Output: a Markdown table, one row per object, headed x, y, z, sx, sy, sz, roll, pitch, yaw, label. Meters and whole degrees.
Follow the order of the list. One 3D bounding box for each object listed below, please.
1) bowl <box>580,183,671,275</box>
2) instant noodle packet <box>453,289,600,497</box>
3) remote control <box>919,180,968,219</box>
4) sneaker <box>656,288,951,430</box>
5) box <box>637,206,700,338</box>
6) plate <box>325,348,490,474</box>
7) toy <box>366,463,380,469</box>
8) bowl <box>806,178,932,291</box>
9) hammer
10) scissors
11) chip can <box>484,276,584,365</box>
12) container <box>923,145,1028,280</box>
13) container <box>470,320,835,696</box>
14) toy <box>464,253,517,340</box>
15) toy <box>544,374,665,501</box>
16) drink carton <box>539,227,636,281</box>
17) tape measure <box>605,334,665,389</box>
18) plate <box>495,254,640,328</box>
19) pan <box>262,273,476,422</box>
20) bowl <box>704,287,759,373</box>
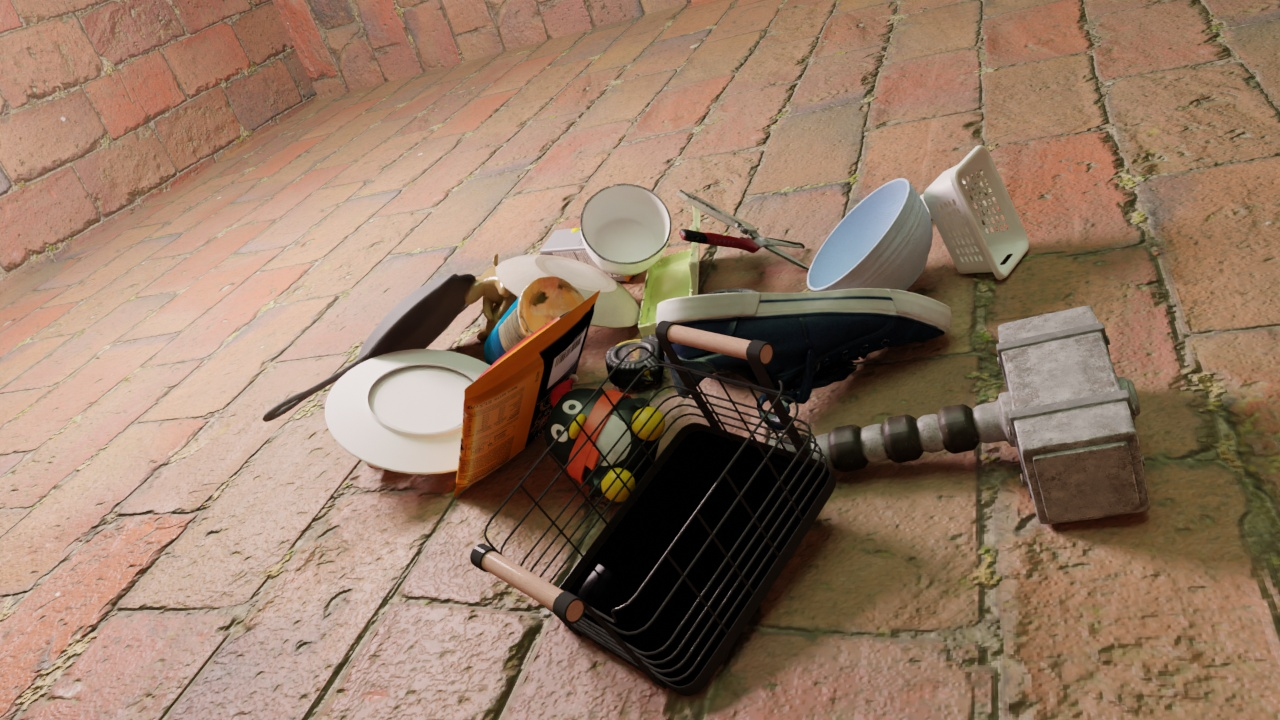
| x | y | z | sx | sy | sz | roll | pitch | yaw | label |
| --- | --- | --- | --- | --- | --- | --- | --- | --- | --- |
| -0.020 | -0.158 | 1.163 | 0.116 | 0.066 | 0.116 | 1 | 68 | -3 | bowl |
| -0.113 | 0.038 | 0.879 | 0.032 | 0.221 | 0.159 | 42 | 58 | 14 | instant noodle packet |
| 0.356 | -0.191 | 1.145 | 0.136 | 0.013 | 0.043 | -32 | 31 | -21 | remote control |
| 0.162 | -0.002 | 0.862 | 0.294 | 0.127 | 0.121 | -4 | -3 | -15 | sneaker |
| 0.052 | -0.107 | 1.142 | 0.131 | 0.064 | 0.187 | -55 | 14 | 27 | box |
| -0.233 | 0.046 | 0.997 | 0.208 | 0.015 | 0.208 | 7 | 36 | -5 | plate |
| -0.267 | 0.079 | 1.028 | 0.105 | 0.053 | 0.108 | -37 | 37 | -13 | toy |
| 0.257 | -0.113 | 0.986 | 0.151 | 0.075 | 0.150 | -49 | 12 | 14 | bowl |
| 0.223 | 0.062 | 0.747 | 0.327 | 0.079 | 0.176 | -13 | 29 | 23 | hammer |
| 0.112 | -0.162 | 1.126 | 0.198 | 0.015 | 0.179 | -1 | 38 | -36 | scissors |
| -0.120 | -0.027 | 1.012 | 0.079 | 0.080 | 0.230 | -31 | 1 | -20 | chip can |
| 0.355 | -0.153 | 0.979 | 0.080 | 0.129 | 0.050 | -42 | 18 | -34 | container |
| 0.013 | 0.104 | 0.686 | 0.163 | 0.130 | 0.240 | 15 | 58 | 45 | container |
| -0.170 | -0.067 | 1.164 | 0.134 | 0.108 | 0.105 | -11 | 43 | 15 | toy |
| -0.041 | 0.068 | 0.845 | 0.119 | 0.099 | 0.097 | 26 | 86 | 12 | toy |
| -0.068 | -0.145 | 1.262 | 0.125 | 0.076 | 0.048 | 1 | 45 | 36 | drink carton |
| -0.006 | 0.006 | 1.009 | 0.063 | 0.038 | 0.067 | -6 | 34 | 8 | tape measure |
| -0.082 | -0.094 | 1.124 | 0.188 | 0.027 | 0.188 | 18 | 21 | -7 | plate |
| -0.312 | -0.018 | 1.089 | 0.217 | 0.024 | 0.353 | -47 | -4 | 39 | pan |
| 0.088 | -0.024 | 0.976 | 0.114 | 0.061 | 0.114 | -14 | 31 | 9 | bowl |
